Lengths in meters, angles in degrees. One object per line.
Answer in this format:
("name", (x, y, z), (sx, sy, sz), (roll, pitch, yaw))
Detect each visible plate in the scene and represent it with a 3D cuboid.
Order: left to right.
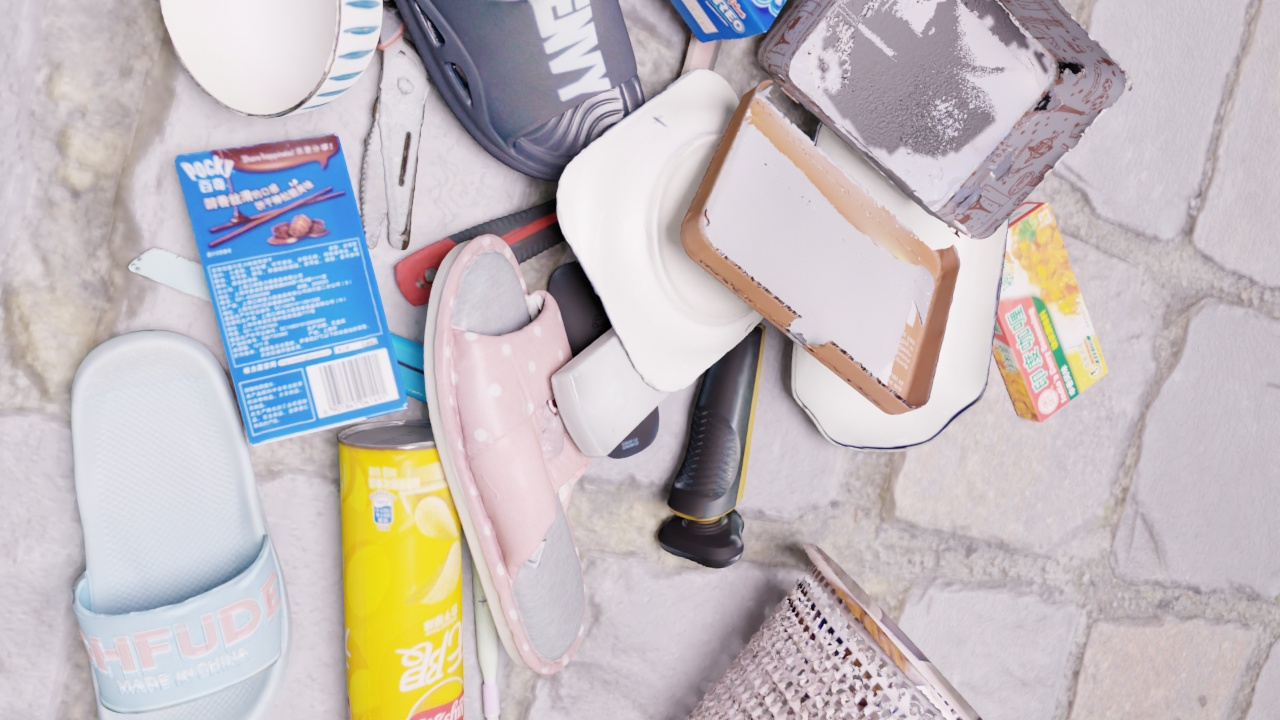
("plate", (0.038, -0.078, 0.551), (0.164, 0.034, 0.164), (-44, 120, -27))
("plate", (0.178, -0.068, 0.648), (0.162, 0.034, 0.266), (0, 100, -17))

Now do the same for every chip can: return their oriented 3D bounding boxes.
("chip can", (-0.138, 0.145, 0.541), (0.072, 0.072, 0.213), (-2, 99, -22))

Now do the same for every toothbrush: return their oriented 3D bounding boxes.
("toothbrush", (-0.096, 0.177, 0.592), (0.020, 0.029, 0.189), (-1, 100, 19))

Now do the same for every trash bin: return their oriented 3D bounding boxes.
("trash bin", (0.122, 0.267, 0.603), (0.192, 0.227, 0.227), (-44, 112, 3))

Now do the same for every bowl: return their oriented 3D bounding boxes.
("bowl", (-0.177, -0.184, 0.463), (0.066, 0.117, 0.116), (-38, 119, -60))

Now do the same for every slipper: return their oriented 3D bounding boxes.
("slipper", (-0.247, 0.106, 0.490), (0.104, 0.074, 0.245), (-7, 100, -22))
("slipper", (-0.075, -0.203, 0.470), (0.110, 0.083, 0.268), (-38, 121, -10))
("slipper", (-0.063, 0.062, 0.541), (0.054, 0.114, 0.274), (-2, 107, 23))

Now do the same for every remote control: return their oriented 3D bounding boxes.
("remote control", (-0.021, 0.001, 0.590), (0.053, 0.024, 0.136), (-22, 106, -16))
("remote control", (-0.003, 0.003, 0.564), (0.134, 0.019, 0.056), (-42, 117, -46))

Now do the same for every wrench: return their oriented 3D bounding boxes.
("wrench", (-0.022, -0.096, 0.576), (0.273, 0.016, 0.056), (-22, 118, -17))

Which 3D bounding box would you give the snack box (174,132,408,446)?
("snack box", (-0.188, -0.039, 0.500), (0.084, 0.026, 0.157), (-15, 93, -21))

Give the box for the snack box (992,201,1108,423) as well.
("snack box", (0.305, -0.037, 0.714), (0.077, 0.027, 0.156), (-33, 109, -13))

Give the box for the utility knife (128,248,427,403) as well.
("utility knife", (-0.179, -0.014, 0.528), (0.216, 0.018, 0.034), (24, 90, -22))

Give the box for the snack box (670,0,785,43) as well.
("snack box", (0.092, -0.288, 0.552), (0.058, 0.057, 0.207), (42, 74, -39))

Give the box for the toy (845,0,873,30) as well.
("toy", (0.181, -0.245, 0.610), (0.105, 0.066, 0.157), (-42, 127, -4))

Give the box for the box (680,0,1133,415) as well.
("box", (0.145, -0.123, 0.541), (0.179, 0.125, 0.273), (35, 81, -20))

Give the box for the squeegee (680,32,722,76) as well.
("squeegee", (-0.033, -0.284, 0.532), (0.249, 0.040, 0.247), (17, 93, -23))

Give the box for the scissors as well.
("scissors", (-0.117, -0.170, 0.519), (0.196, 0.015, 0.206), (-32, 117, -12))

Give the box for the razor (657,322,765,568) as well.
("razor", (0.056, 0.054, 0.620), (0.067, 0.062, 0.167), (13, 88, -54))
